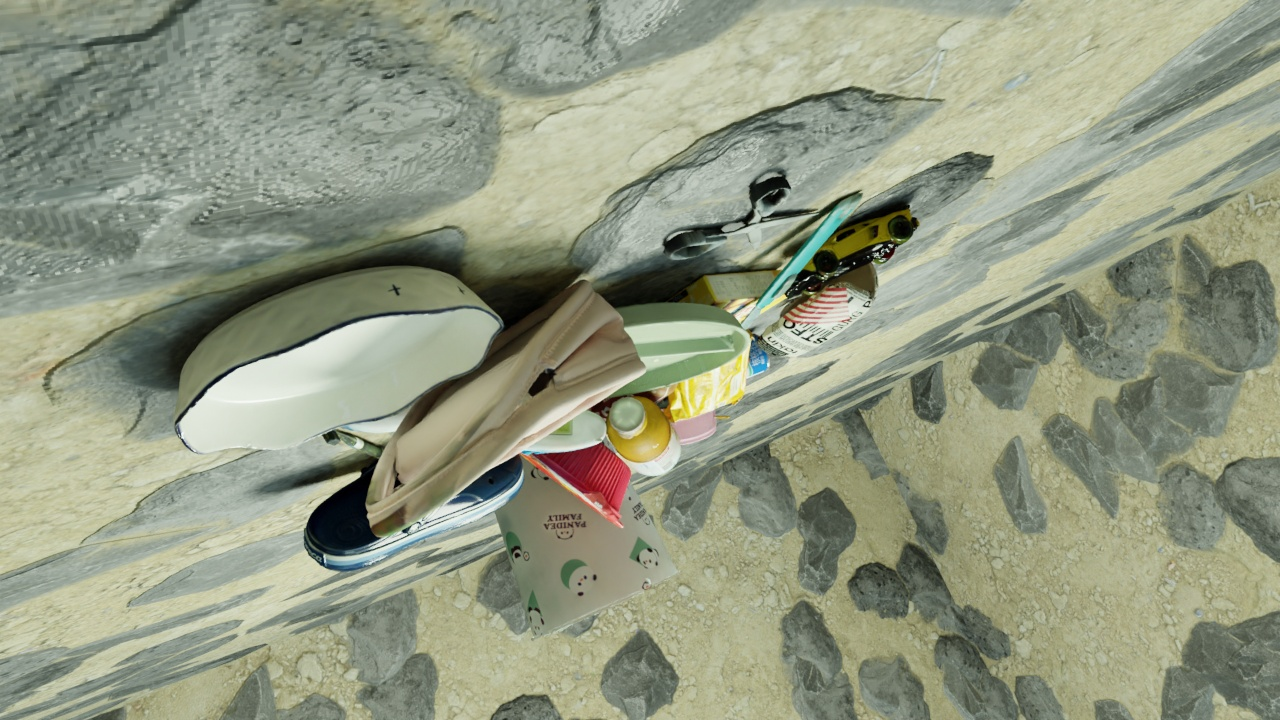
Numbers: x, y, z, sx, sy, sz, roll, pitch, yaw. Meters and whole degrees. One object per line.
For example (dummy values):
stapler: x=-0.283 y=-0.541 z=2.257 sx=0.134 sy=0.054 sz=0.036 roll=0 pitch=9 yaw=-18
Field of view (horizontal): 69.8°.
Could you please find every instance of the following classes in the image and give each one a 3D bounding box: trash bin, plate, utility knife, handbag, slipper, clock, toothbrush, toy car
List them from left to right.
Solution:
plate: x=-0.192 y=-0.001 z=0.588 sx=0.205 sy=0.045 sz=0.205 roll=-22 pitch=167 yaw=-5
toothbrush: x=-0.267 y=0.081 z=0.869 sx=0.012 sy=0.017 sz=0.186 roll=-35 pitch=170 yaw=-7
slipper: x=-0.242 y=0.135 z=0.990 sx=0.252 sy=0.105 sz=0.095 roll=-23 pitch=143 yaw=-36
handbag: x=-0.114 y=0.047 z=0.663 sx=0.194 sy=0.093 sz=0.233 roll=-33 pitch=-172 yaw=28
trash bin: x=-0.095 y=0.232 z=1.303 sx=0.229 sy=0.251 sz=0.230 roll=-23 pitch=169 yaw=-5
plate: x=-0.013 y=-0.006 z=0.856 sx=0.230 sy=0.027 sz=0.230 roll=-11 pitch=164 yaw=-3
clock: x=0.032 y=0.077 z=1.244 sx=0.158 sy=0.060 sz=0.117 roll=-11 pitch=-167 yaw=-14
utility knife: x=0.137 y=-0.076 z=0.871 sx=0.029 sy=0.013 sz=0.223 roll=-11 pitch=149 yaw=-43
toy car: x=0.207 y=-0.108 z=0.913 sx=0.155 sy=0.041 sz=0.071 roll=-26 pitch=169 yaw=-11

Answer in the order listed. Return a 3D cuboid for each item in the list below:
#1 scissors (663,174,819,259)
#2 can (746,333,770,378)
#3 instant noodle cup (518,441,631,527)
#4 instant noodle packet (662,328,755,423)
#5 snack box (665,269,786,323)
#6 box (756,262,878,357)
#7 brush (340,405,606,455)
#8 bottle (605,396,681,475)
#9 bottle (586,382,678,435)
scissors: x=0.092 y=-0.112 z=0.747 sx=0.180 sy=0.014 sz=0.160 roll=-21 pitch=170 yaw=-26
can: x=0.098 y=0.012 z=1.197 sx=0.134 sy=0.053 sz=0.053 roll=-21 pitch=168 yaw=-15
instant noodle cup: x=-0.080 y=0.117 z=1.088 sx=0.065 sy=0.194 sz=0.194 roll=-52 pitch=172 yaw=-10
instant noodle packet: x=0.080 y=0.018 z=1.117 sx=0.110 sy=0.044 sz=0.129 roll=-15 pitch=138 yaw=-19
snack box: x=0.080 y=-0.056 z=0.919 sx=0.087 sy=0.033 sz=0.140 roll=-33 pitch=167 yaw=39
box: x=0.205 y=-0.063 z=1.065 sx=0.076 sy=0.087 sz=0.163 roll=24 pitch=143 yaw=-18
brush: x=-0.160 y=0.059 z=0.873 sx=0.313 sy=0.060 sz=0.110 roll=7 pitch=173 yaw=-39
bottle: x=0.002 y=0.082 z=1.018 sx=0.068 sy=0.068 sz=0.189 roll=-25 pitch=161 yaw=2
bottle: x=-0.007 y=0.033 z=1.072 sx=0.057 sy=0.057 sz=0.175 roll=-13 pitch=164 yaw=-44
